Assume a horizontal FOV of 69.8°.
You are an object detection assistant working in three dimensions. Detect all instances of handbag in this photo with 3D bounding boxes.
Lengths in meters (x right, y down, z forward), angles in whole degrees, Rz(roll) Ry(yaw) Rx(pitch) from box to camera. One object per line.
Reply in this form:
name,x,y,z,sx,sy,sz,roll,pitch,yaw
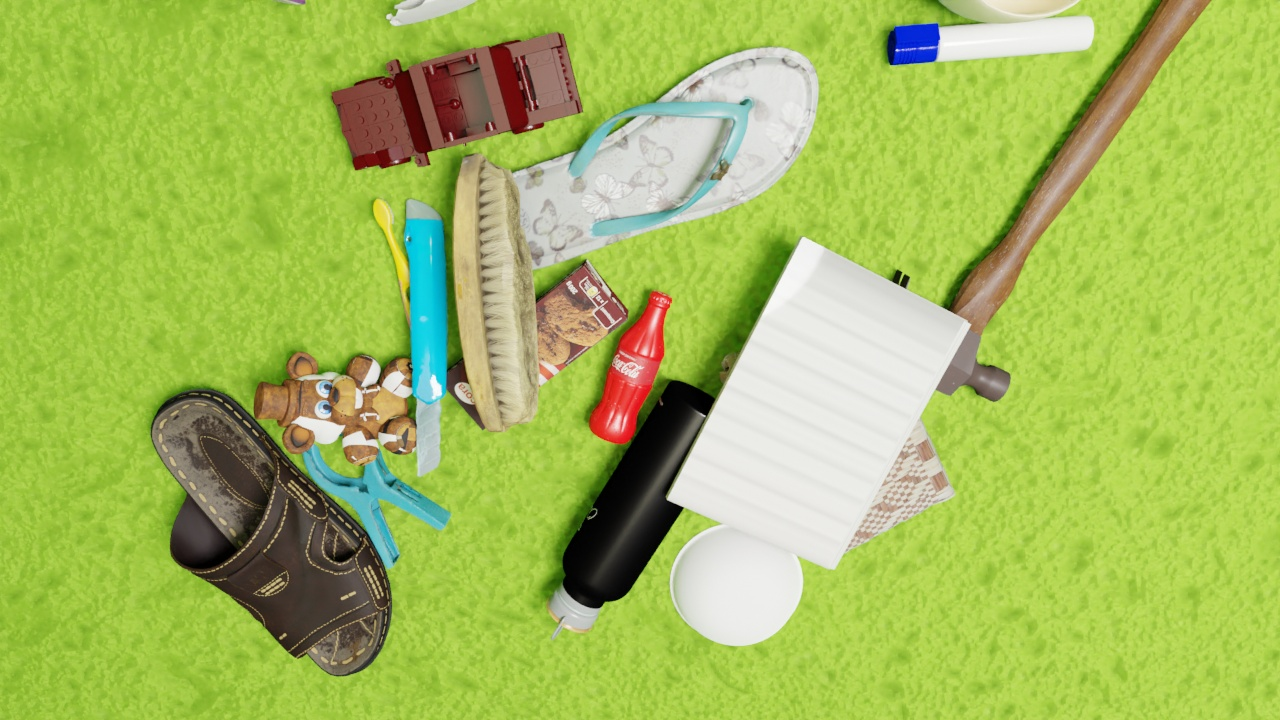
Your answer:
handbag,0.149,0.052,0.702,0.124,0.047,0.186,-27,104,0

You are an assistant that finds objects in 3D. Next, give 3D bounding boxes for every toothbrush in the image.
toothbrush,-0.175,-0.057,0.695,0.021,0.016,0.135,-14,107,3

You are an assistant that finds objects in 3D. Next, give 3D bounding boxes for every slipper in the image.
slipper,0.007,-0.131,0.651,0.269,0.054,0.098,-25,106,9
slipper,-0.293,0.144,0.721,0.113,0.075,0.268,-29,103,9

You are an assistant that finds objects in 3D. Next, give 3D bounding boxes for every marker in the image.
marker,0.240,-0.221,0.632,0.133,0.027,0.023,-4,74,2

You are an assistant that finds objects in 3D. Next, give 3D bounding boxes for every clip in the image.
clip,-0.228,0.112,0.738,0.114,0.028,0.127,-29,102,4

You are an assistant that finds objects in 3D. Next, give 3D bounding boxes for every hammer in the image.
hammer,0.293,-0.120,0.658,0.115,0.033,0.323,29,104,-8

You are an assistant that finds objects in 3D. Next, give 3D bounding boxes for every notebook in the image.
notebook,0.128,0.036,0.663,0.142,0.009,0.210,25,99,-11

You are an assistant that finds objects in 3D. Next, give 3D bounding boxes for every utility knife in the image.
utility knife,-0.159,-0.017,0.680,0.031,0.015,0.205,0,87,-9

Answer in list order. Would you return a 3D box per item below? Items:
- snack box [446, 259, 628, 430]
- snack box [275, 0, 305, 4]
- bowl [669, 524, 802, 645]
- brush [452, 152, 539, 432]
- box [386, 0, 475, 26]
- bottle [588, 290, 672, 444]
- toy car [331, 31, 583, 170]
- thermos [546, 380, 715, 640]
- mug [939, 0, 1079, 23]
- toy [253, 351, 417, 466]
snack box,-0.080,-0.012,0.695,0.141,0.031,0.051,-37,102,11
snack box,-0.241,-0.303,0.560,0.040,0.143,0.148,11,105,-2
bowl,0.080,0.191,0.744,0.110,0.040,0.110,0,106,1
brush,-0.100,-0.047,0.644,0.043,0.059,0.195,-4,93,10
box,-0.110,-0.282,0.597,0.166,0.083,0.092,-26,113,10
bottle,-0.004,0.004,0.696,0.036,0.036,0.119,20,105,-4
toy car,-0.130,-0.177,0.635,0.170,0.061,0.070,-13,105,5
thermos,-0.010,0.127,0.717,0.061,0.061,0.232,30,104,-7
mug,0.243,-0.263,0.583,0.120,0.099,0.096,9,107,-3
toy,-0.225,0.034,0.686,0.112,0.068,0.087,10,66,-35
